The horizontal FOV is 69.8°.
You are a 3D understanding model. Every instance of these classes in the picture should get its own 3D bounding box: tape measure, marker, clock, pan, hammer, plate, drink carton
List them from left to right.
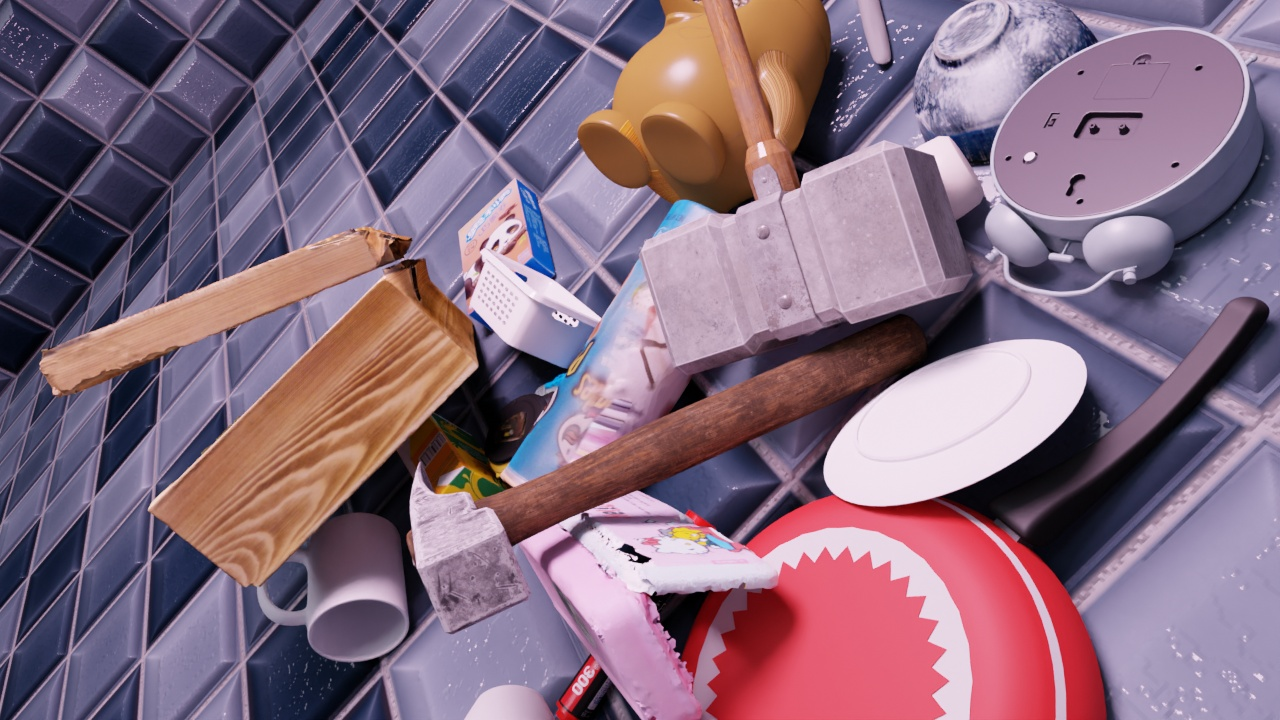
[{"bbox_3d":[-0.149,0.088,0.734,0.041,0.058,0.122,-53,37,-1],"label":"drink carton"},{"bbox_3d":[-0.086,0.060,0.704,0.072,0.042,0.071,-28,46,32],"label":"tape measure"},{"bbox_3d":[-0.003,0.156,0.552,0.145,0.021,0.023,-55,14,-4],"label":"marker"},{"bbox_3d":[0.011,0.040,0.526,0.300,0.037,0.218,-23,10,-13],"label":"hammer"},{"bbox_3d":[0.057,-0.167,0.529,0.163,0.082,0.317,-19,87,32],"label":"hammer"},{"bbox_3d":[0.182,-0.273,0.715,0.022,0.016,0.138,-10,51,13],"label":"marker"},{"bbox_3d":[0.149,0.024,0.454,0.135,0.011,0.134,-31,14,8],"label":"plate"},{"bbox_3d":[0.145,0.100,0.414,0.356,0.067,0.209,-51,34,7],"label":"pan"},{"bbox_3d":[0.246,-0.101,0.480,0.123,0.045,0.159,21,78,52],"label":"clock"}]

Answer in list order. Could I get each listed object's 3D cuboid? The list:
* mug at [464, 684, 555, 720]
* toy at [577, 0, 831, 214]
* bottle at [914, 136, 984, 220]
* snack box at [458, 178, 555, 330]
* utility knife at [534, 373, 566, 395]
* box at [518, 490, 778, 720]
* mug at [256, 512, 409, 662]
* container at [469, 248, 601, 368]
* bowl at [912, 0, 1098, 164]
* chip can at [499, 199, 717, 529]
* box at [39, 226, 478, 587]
[{"bbox_3d":[-0.093,0.243,0.528,0.107,0.071,0.089,-21,35,10],"label":"mug"},{"bbox_3d":[0.064,-0.213,0.685,0.199,0.162,0.203,10,57,47],"label":"toy"},{"bbox_3d":[0.138,-0.081,0.573,0.146,0.051,0.051,-32,41,25],"label":"bottle"},{"bbox_3d":[-0.134,-0.107,0.898,0.087,0.034,0.151,-39,39,18],"label":"snack box"},{"bbox_3d":[-0.020,-0.002,0.709,0.174,0.015,0.031,-29,48,26],"label":"utility knife"},{"bbox_3d":[0.000,0.109,0.496,0.095,0.088,0.202,-33,12,-14],"label":"box"},{"bbox_3d":[-0.242,0.177,0.720,0.090,0.110,0.074,-115,38,-50],"label":"mug"},{"bbox_3d":[-0.092,-0.042,0.768,0.049,0.080,0.129,-61,36,8],"label":"container"},{"bbox_3d":[0.215,-0.184,0.568,0.115,0.060,0.114,-28,44,30],"label":"bowl"},{"bbox_3d":[-0.004,0.004,0.631,0.080,0.079,0.229,26,83,53],"label":"chip can"},{"bbox_3d":[-0.273,-0.017,0.745,0.257,0.215,0.279,-43,13,-2],"label":"box"}]
